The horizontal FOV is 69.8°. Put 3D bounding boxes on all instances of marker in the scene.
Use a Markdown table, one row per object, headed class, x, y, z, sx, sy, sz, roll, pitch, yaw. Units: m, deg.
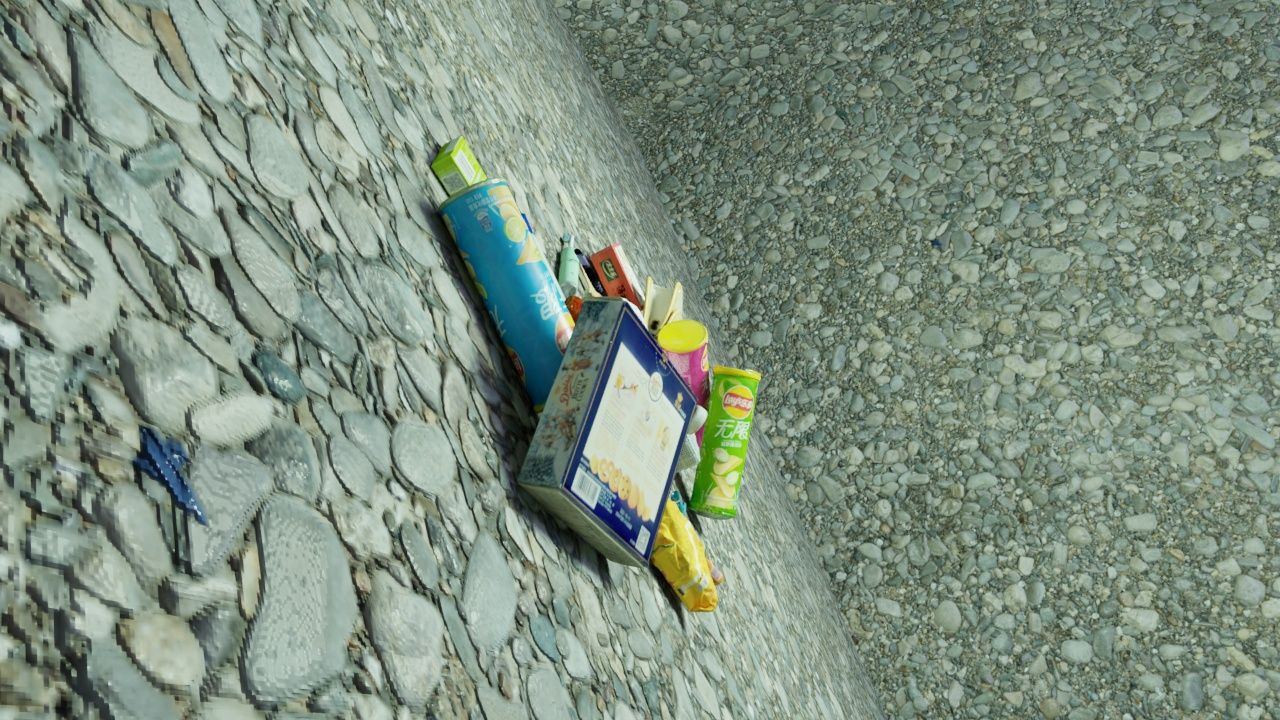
| class | x | y | z | sx | sy | sz | roll | pitch | yaw |
| --- | --- | --- | --- | --- | --- | --- | --- | --- | --- |
| marker | -0.117 | -0.111 | 1.117 | 0.146 | 0.017 | 0.017 | 64 | 10 | 1 |

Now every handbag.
| class | x | y | z | sx | sy | sz | roll | pitch | yaw |
| --- | --- | --- | --- | --- | --- | --- | --- | --- | --- |
| handbag | 0.029 | -0.022 | 1.429 | 0.163 | 0.063 | 0.178 | 83 | 16 | -66 |

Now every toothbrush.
| class | x | y | z | sx | sy | sz | roll | pitch | yaw |
| --- | --- | --- | --- | --- | --- | --- | --- | --- | --- |
| toothbrush | -0.097 | -0.135 | 1.258 | 0.224 | 0.027 | 0.026 | -95 | -167 | -64 |
| toothbrush | -0.064 | -0.108 | 1.296 | 0.189 | 0.014 | 0.016 | 60 | 23 | -63 |

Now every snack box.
| class | x | y | z | sx | sy | sz | roll | pitch | yaw |
| --- | --- | --- | --- | --- | --- | --- | --- | --- | --- |
| snack box | -0.034 | -0.125 | 1.447 | 0.127 | 0.044 | 0.113 | -61 | 127 | -80 |
| snack box | -0.020 | 0.068 | 0.818 | 0.178 | 0.046 | 0.182 | 53 | 48 | -49 |
| snack box | -0.160 | -0.152 | 0.958 | 0.156 | 0.026 | 0.085 | 59 | 11 | -26 |

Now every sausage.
| class | x | y | z | sx | sy | sz | roll | pitch | yaw |
| --- | --- | --- | --- | --- | --- | --- | --- | --- | --- |
| sausage | 0.076 | 0.260 | 1.178 | 0.165 | 0.021 | 0.021 | 52 | 15 | -52 |

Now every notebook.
| class | x | y | z | sx | sy | sz | roll | pitch | yaw |
| --- | --- | --- | --- | --- | --- | --- | --- | --- | --- |
| notebook | -0.049 | -0.084 | 1.437 | 0.149 | 0.012 | 0.211 | 66 | 10 | 6 |

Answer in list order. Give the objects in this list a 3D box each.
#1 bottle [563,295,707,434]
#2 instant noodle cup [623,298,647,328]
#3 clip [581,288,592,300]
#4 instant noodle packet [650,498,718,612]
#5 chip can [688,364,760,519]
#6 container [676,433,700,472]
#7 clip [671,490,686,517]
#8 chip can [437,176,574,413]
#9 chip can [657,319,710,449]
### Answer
| class | x | y | z | sx | sy | sz | roll | pitch | yaw |
| --- | --- | --- | --- | --- | --- | --- | --- | --- | --- |
| bottle | -0.013 | 0.010 | 1.023 | 0.206 | 0.060 | 0.059 | 38 | 15 | -10 |
| instant noodle cup | -0.008 | 0.007 | 1.266 | 0.173 | 0.060 | 0.138 | 66 | 9 | 8 |
| clip | -0.074 | -0.077 | 1.213 | 0.094 | 0.035 | 0.102 | 59 | 6 | -34 |
| instant noodle packet | 0.044 | 0.220 | 1.044 | 0.111 | 0.044 | 0.128 | 54 | 9 | -19 |
| chip can | 0.123 | 0.121 | 1.343 | 0.072 | 0.073 | 0.221 | 33 | 68 | -72 |
| container | 0.015 | 0.081 | 1.126 | 0.089 | 0.090 | 0.111 | -100 | 165 | -56 |
| clip | 0.053 | 0.199 | 1.239 | 0.056 | 0.015 | 0.049 | -98 | 163 | -66 |
| chip can | -0.111 | -0.060 | 0.849 | 0.210 | 0.071 | 0.071 | 64 | 10 | -1 |
| chip can | 0.071 | 0.041 | 1.384 | 0.071 | 0.071 | 0.211 | -104 | -175 | -49 |
